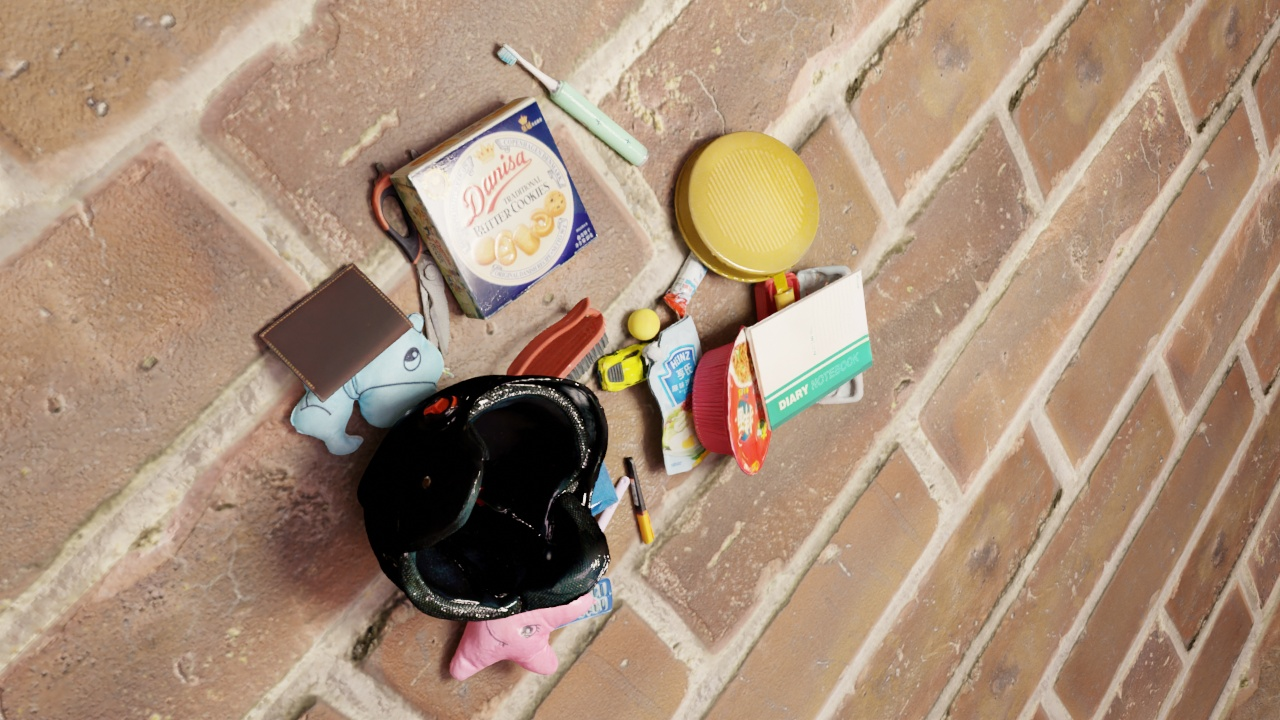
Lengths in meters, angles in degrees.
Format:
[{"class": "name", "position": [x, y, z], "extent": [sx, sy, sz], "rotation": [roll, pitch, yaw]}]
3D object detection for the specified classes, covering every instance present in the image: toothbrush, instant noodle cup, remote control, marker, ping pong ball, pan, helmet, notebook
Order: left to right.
[{"class": "helmet", "position": [-0.161, 0.129, 0.952], "extent": [0.274, 0.230, 0.233], "rotation": [-58, 136, -13]}, {"class": "remote control", "position": [-0.094, 0.305, 1.147], "extent": [0.124, 0.024, 0.049], "rotation": [-9, 101, -29]}, {"class": "toothbrush", "position": [-0.074, -0.299, 1.077], "extent": [0.224, 0.026, 0.027], "rotation": [33, 100, -33]}, {"class": "toothbrush", "position": [-0.060, 0.226, 1.149], "extent": [0.029, 0.021, 0.188], "rotation": [27, 67, 5]}, {"class": "marker", "position": [-0.001, 0.183, 1.199], "extent": [0.015, 0.018, 0.124], "rotation": [-22, 108, -30]}, {"class": "ping pong ball", "position": [0.004, -0.046, 1.157], "extent": [0.040, 0.040, 0.040], "rotation": [-5, 99, -34]}, {"class": "instant noodle cup", "position": [0.119, 0.052, 1.203], "extent": [0.193, 0.066, 0.194], "rotation": [0, 90, -65]}, {"class": "pan", "position": [0.171, -0.129, 1.218], "extent": [0.197, 0.078, 0.357], "rotation": [-28, 94, -21]}, {"class": "notebook", "position": [0.233, -0.016, 1.229], "extent": [0.208, 0.012, 0.150], "rotation": [-28, 117, -28]}]

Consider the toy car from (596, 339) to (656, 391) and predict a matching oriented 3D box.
[{"class": "toy car", "position": [-0.007, 0.007, 1.163], "extent": [0.105, 0.032, 0.048], "rotation": [-20, 107, -33]}]

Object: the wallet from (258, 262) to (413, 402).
[{"class": "wallet", "position": [-0.308, -0.031, 0.932], "extent": [0.096, 0.020, 0.122], "rotation": [44, 68, 5]}]

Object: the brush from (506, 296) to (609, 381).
[{"class": "brush", "position": [-0.095, -0.009, 1.080], "extent": [0.145, 0.063, 0.069], "rotation": [-47, 133, -22]}]

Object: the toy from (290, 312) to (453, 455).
[{"class": "toy", "position": [-0.278, 0.023, 0.966], "extent": [0.156, 0.050, 0.161], "rotation": [11, 89, -28]}]

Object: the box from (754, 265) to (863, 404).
[{"class": "box", "position": [0.236, -0.029, 1.304], "extent": [0.154, 0.073, 0.201], "rotation": [-11, 103, -11]}]

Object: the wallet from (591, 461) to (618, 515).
[{"class": "wallet", "position": [-0.098, 0.158, 1.118], "extent": [0.132, 0.040, 0.106], "rotation": [-28, 107, -28]}]

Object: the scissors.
[{"class": "scissors", "position": [-0.244, -0.109, 0.993], "extent": [0.192, 0.015, 0.206], "rotation": [32, 78, -35]}]

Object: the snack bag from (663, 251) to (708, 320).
[{"class": "snack bag", "position": [0.064, -0.105, 1.200], "extent": [0.048, 0.026, 0.104], "rotation": [45, 71, -40]}]

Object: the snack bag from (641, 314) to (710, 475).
[{"class": "snack bag", "position": [0.052, 0.045, 1.189], "extent": [0.110, 0.039, 0.191], "rotation": [-27, 117, -37]}]

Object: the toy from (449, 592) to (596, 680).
[{"class": "toy", "position": [-0.140, 0.277, 1.069], "extent": [0.178, 0.074, 0.194], "rotation": [-3, 95, -9]}]

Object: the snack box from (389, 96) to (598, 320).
[{"class": "snack box", "position": [-0.155, -0.167, 1.016], "extent": [0.177, 0.046, 0.182], "rotation": [-41, 121, -28]}]
